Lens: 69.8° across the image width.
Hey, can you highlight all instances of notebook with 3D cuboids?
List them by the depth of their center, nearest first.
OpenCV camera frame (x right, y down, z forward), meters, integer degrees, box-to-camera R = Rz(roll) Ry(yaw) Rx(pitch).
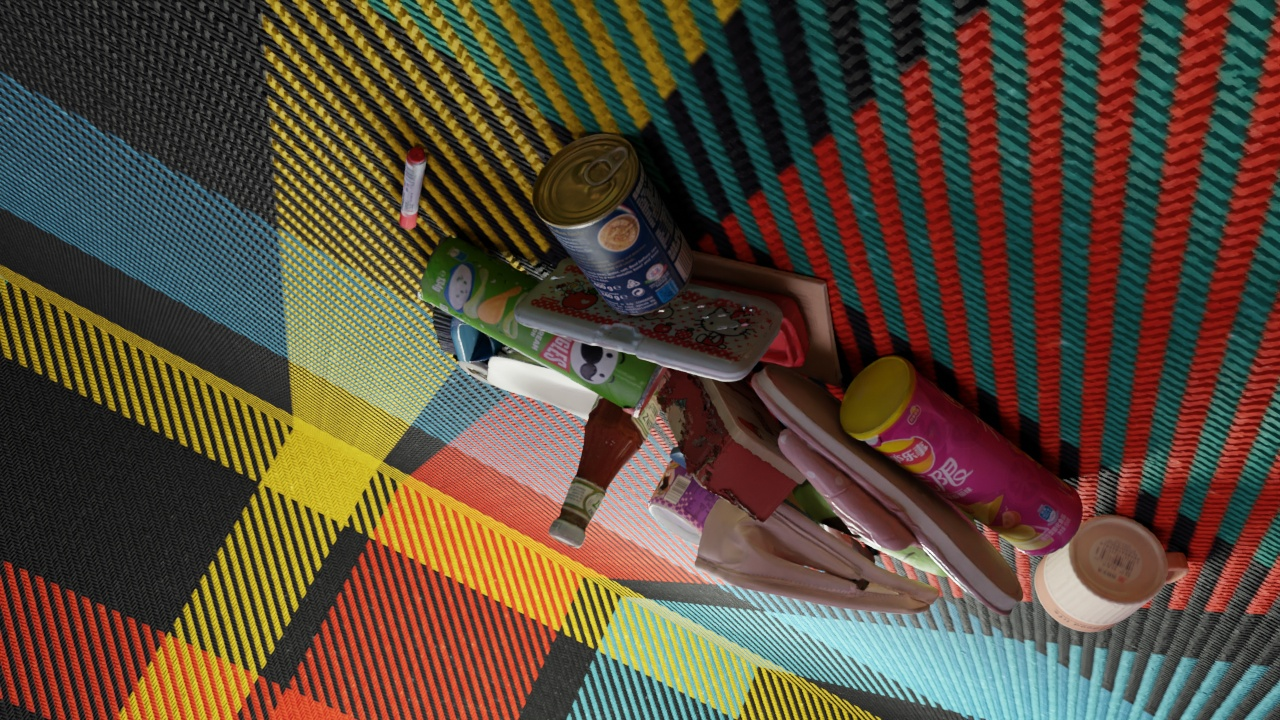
[{"bbox_3d":[0.057,-0.045,0.749,0.212,0.012,0.149,17,157,25],"label":"notebook"}]

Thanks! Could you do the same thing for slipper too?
[{"bbox_3d":[0.189,0.107,0.736,0.274,0.055,0.114,41,-159,1],"label":"slipper"}]

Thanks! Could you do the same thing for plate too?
[{"bbox_3d":[-0.093,0.023,1.048,0.164,0.034,0.164,20,163,-7],"label":"plate"}]

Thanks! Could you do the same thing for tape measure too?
[{"bbox_3d":[-0.195,0.004,1.146,0.066,0.033,0.066,19,161,19],"label":"tape measure"}]

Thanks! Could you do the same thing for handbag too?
[{"bbox_3d":[0.181,0.205,0.916,0.234,0.093,0.193,20,171,-3],"label":"handbag"}]

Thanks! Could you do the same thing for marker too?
[{"bbox_3d":[-0.197,-0.147,0.794,0.017,0.017,0.145,29,160,-9],"label":"marker"}]

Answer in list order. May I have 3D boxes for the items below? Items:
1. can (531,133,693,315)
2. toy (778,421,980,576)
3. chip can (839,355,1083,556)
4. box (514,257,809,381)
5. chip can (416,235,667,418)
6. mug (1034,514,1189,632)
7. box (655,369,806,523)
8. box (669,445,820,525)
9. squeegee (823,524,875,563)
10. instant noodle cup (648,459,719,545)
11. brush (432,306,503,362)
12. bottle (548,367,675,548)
[{"bbox_3d":[-0.015,-0.089,0.630,0.075,0.075,0.111,13,157,32],"label":"can"},{"bbox_3d":[0.221,0.131,0.879,0.247,0.089,0.227,28,163,2],"label":"toy"},{"bbox_3d":[0.258,0.079,0.729,0.210,0.071,0.072,33,159,-21],"label":"chip can"},{"bbox_3d":[0.015,-0.022,0.704,0.202,0.098,0.119,15,154,29],"label":"box"},{"bbox_3d":[-0.088,-0.032,0.845,0.236,0.072,0.072,28,161,6],"label":"chip can"},{"bbox_3d":[0.420,0.187,0.809,0.114,0.081,0.106,-6,153,7],"label":"mug"},{"bbox_3d":[0.069,0.066,0.801,0.091,0.076,0.168,34,-166,-23],"label":"box"},{"bbox_3d":[0.118,0.119,1.006,0.184,0.060,0.090,31,160,-9],"label":"box"},{"bbox_3d":[0.252,0.216,1.132,0.248,0.040,0.249,11,157,34],"label":"squeegee"},{"bbox_3d":[0.069,0.158,1.093,0.111,0.099,0.112,31,159,13],"label":"instant noodle cup"},{"bbox_3d":[-0.184,-0.034,1.003,0.073,0.055,0.144,25,160,4],"label":"brush"},{"bbox_3d":[-0.029,0.080,0.879,0.060,0.205,0.060,22,159,9],"label":"bottle"}]
